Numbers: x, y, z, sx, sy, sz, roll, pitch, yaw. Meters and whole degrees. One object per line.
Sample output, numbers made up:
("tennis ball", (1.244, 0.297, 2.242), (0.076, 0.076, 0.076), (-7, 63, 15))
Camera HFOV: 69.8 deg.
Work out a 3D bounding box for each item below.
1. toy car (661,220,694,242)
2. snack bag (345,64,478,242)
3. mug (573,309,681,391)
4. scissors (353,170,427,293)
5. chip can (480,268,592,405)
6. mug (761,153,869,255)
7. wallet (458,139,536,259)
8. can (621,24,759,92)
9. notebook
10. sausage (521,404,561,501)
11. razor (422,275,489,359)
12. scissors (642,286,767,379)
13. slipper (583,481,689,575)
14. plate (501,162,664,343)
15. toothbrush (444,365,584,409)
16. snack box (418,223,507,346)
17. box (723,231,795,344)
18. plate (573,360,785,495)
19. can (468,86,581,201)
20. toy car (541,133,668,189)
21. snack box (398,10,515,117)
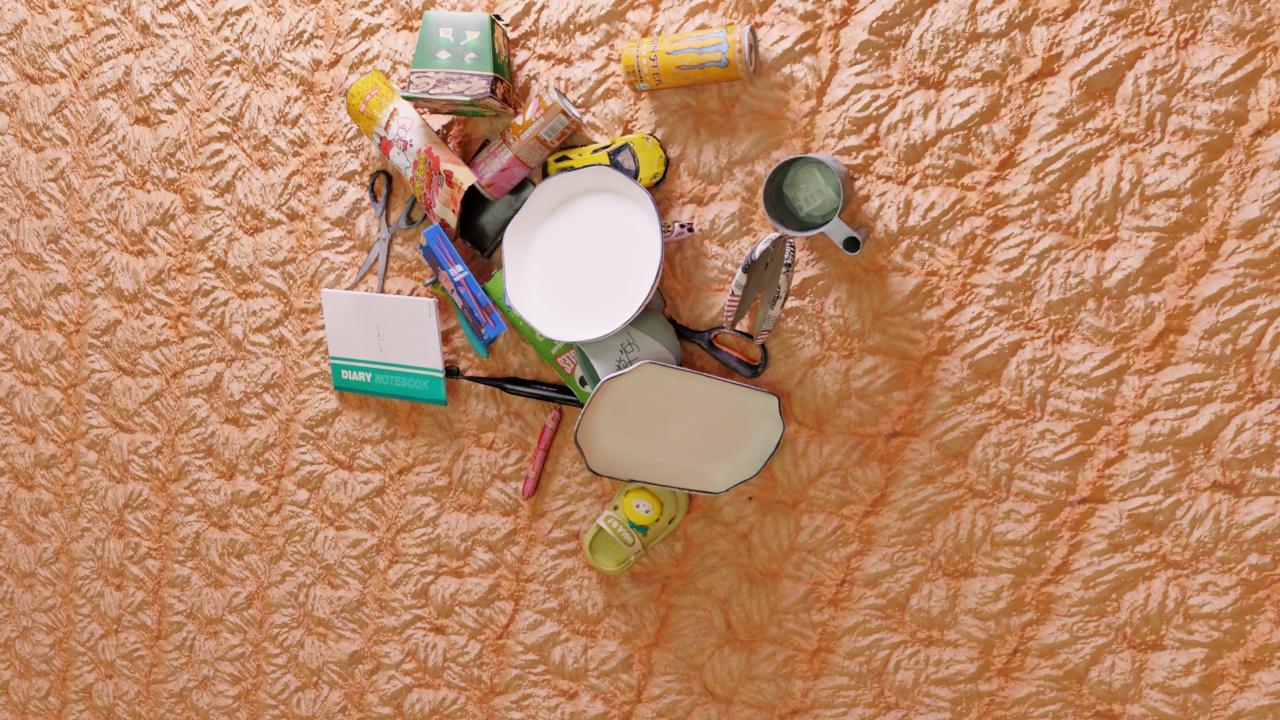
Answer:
("toy car", (0.005, -0.144, 1.087), (0.122, 0.056, 0.037), (-5, 98, 22))
("snack bag", (-0.279, -0.256, 1.136), (0.208, 0.073, 0.129), (52, 145, 12))
("mug", (-0.006, 0.006, 1.077), (0.106, 0.082, 0.111), (-27, 89, -16))
("scissors", (-0.342, -0.172, 1.233), (0.172, 0.014, 0.159), (-14, 99, 25))
("chip can", (-0.097, -0.025, 1.149), (0.236, 0.072, 0.072), (48, 115, 4))
("mug", (0.195, -0.166, 0.983), (0.124, 0.103, 0.084), (46, 114, 3))
("wallet", (-0.196, -0.203, 1.167), (0.096, 0.020, 0.122), (42, 113, 0))
("can", (0.055, -0.334, 1.015), (0.146, 0.058, 0.058), (-1, 104, 21))
("notebook", (-0.354, -0.019, 1.263), (0.209, 0.012, 0.150), (6, 108, 28))
("sausage", (-0.134, 0.125, 1.231), (0.020, 0.020, 0.156), (26, 111, 13))
("razor", (-0.237, -0.058, 1.215), (0.043, 0.028, 0.132), (-32, 89, -8))
("scissors", (0.047, -0.017, 1.123), (0.221, 0.021, 0.224), (10, 108, 18))
("slipper", (-0.013, 0.215, 1.177), (0.091, 0.081, 0.191), (39, 116, 4))
("plate", (-0.062, -0.119, 1.049), (0.205, 0.045, 0.204), (-4, 79, 23))
("toothbrush", (-0.166, 0.033, 1.215), (0.213, 0.026, 0.027), (10, 120, 18))
("snack box", (-0.227, -0.093, 1.163), (0.026, 0.085, 0.157), (-34, 94, -17))
("box", (0.145, -0.076, 1.013), (0.079, 0.074, 0.164), (32, 152, 13))
("plate", (0.046, 0.076, 1.068), (0.265, 0.034, 0.162), (13, 117, -27))
("can", (-0.140, -0.259, 1.099), (0.147, 0.057, 0.058), (-39, 88, 17))
("toy car", (-0.043, -0.228, 1.091), (0.156, 0.041, 0.071), (-7, 102, 21))
("snack box", (-0.211, -0.350, 1.084), (0.117, 0.118, 0.105), (4, 95, 6))
